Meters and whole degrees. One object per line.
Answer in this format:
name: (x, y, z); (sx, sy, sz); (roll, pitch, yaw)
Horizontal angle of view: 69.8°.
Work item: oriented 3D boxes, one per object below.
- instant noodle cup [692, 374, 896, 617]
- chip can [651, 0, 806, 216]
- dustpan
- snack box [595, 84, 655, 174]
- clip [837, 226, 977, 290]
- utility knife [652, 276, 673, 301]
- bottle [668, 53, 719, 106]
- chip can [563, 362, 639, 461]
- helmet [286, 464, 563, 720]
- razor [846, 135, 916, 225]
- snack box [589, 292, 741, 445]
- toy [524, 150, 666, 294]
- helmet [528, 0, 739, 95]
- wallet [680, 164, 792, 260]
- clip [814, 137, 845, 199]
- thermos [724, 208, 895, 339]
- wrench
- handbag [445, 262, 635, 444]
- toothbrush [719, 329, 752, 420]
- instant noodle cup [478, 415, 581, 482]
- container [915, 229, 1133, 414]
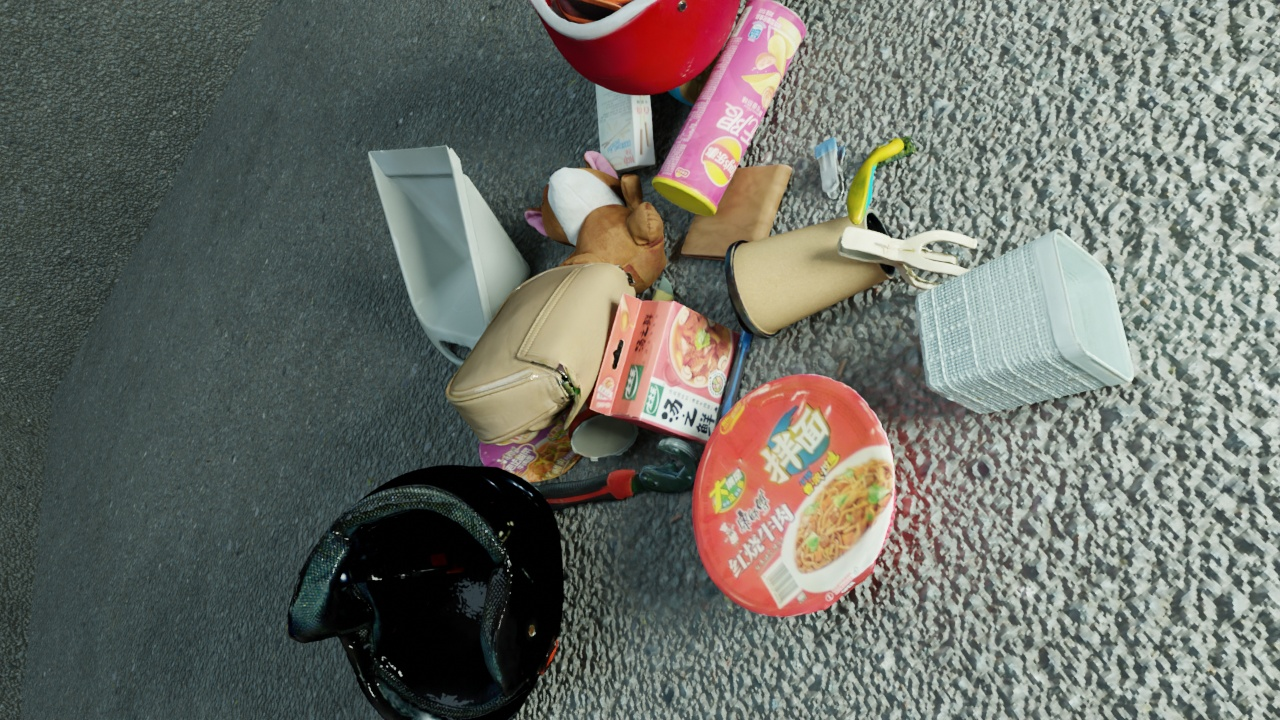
instant noodle cup: (0.132, 0.112, 0.736); (0.194, 0.065, 0.193); (-23, 56, 39)
chip can: (0.091, -0.254, 0.925); (0.071, 0.071, 0.210); (24, 85, 49)
dustpan: (-0.260, -0.124, 1.169); (0.223, 0.258, 0.142); (12, 58, 49)
snack box: (-0.020, -0.297, 1.053); (0.085, 0.026, 0.157); (8, 104, 60)
clip: (0.212, -0.084, 0.704); (0.092, 0.103, 0.035); (-10, 63, 67)
utility knife: (-0.006, 0.006, 0.966); (0.031, 0.020, 0.196); (27, 93, 53)
bottle: (0.016, -0.355, 1.067); (0.065, 0.065, 0.218); (-58, 42, 11)
chip can: (-0.063, 0.005, 0.975); (0.073, 0.073, 0.216); (-46, 40, 23)
helmet: (-0.188, 0.233, 0.909); (0.234, 0.229, 0.275); (10, 112, 16)
razor: (0.194, -0.151, 0.767); (0.043, 0.028, 0.132); (-16, 27, 40)
snack box: (0.027, 0.010, 0.847); (0.044, 0.127, 0.113); (7, 79, 48)
toy: (-0.055, -0.155, 1.008); (0.140, 0.130, 0.199); (-35, 42, 3)
helmet: (0.013, -0.365, 0.926); (0.207, 0.144, 0.239); (15, 62, 32)
wallet: (0.094, -0.148, 0.929); (0.115, 0.020, 0.101); (12, 80, 51)
clip: (0.178, -0.177, 0.852); (0.026, 0.038, 0.058); (-21, 58, 38)
thermos: (0.142, -0.077, 0.798); (0.144, 0.093, 0.093); (-19, 59, 31)
wrench: (-0.039, 0.126, 0.932); (0.274, 0.056, 0.016); (-22, 22, 44)
handbag: (-0.087, -0.008, 0.871); (0.148, 0.100, 0.203); (-14, 34, 35)
toothbrush: (0.084, 0.033, 0.863); (0.016, 0.014, 0.189); (166, 120, -70)
instant noodle cup: (-0.124, 0.063, 1.008); (0.112, 0.111, 0.099); (-45, 36, 24)
container: (0.261, -0.020, 0.639); (0.112, 0.090, 0.090); (-24, 56, 42)
